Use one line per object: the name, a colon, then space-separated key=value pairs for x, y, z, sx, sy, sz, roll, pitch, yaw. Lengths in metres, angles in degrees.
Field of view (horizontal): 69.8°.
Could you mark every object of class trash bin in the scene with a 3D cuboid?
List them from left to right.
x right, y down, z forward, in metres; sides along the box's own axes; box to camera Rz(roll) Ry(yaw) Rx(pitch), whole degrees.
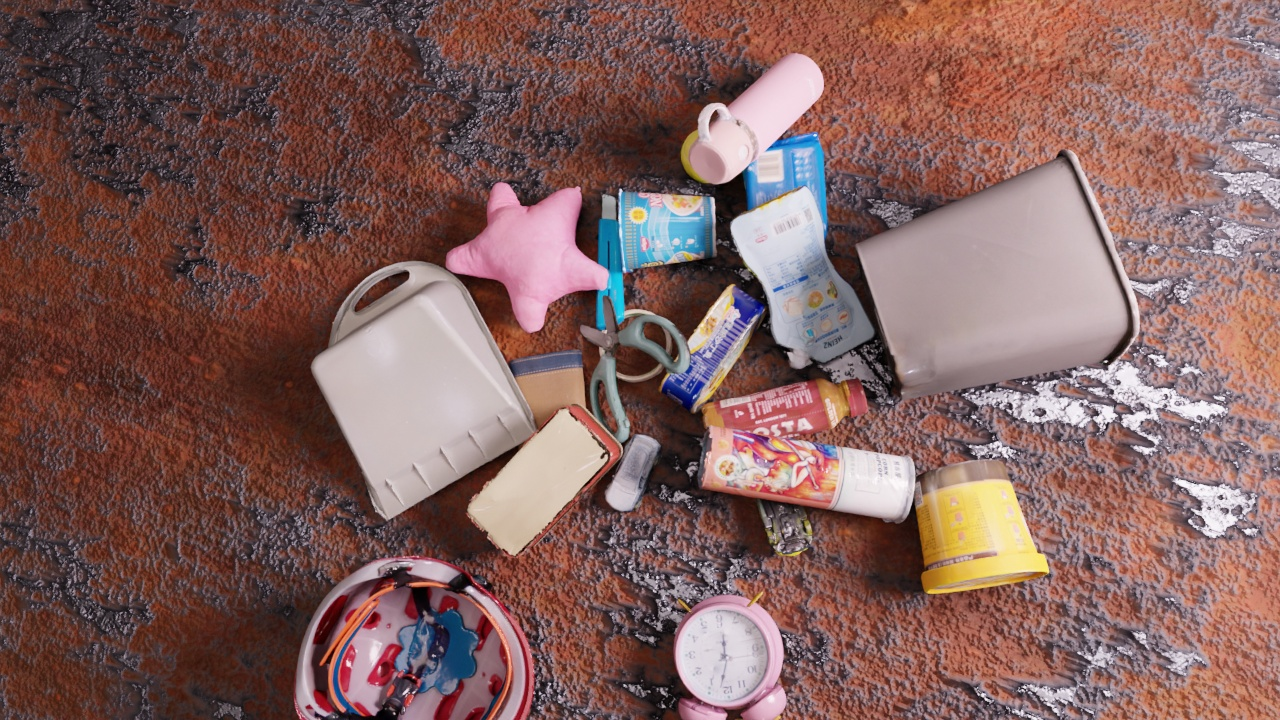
trash bin: x=0.350 y=-0.068 z=0.939 sx=0.220 sy=0.198 sz=0.199 roll=-18 pitch=73 yaw=14

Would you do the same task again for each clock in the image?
clock: x=0.092 y=0.325 z=0.956 sx=0.117 sy=0.060 sz=0.158 roll=-9 pitch=78 yaw=9

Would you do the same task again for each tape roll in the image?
tape roll: x=-0.006 y=-0.018 z=1.076 sx=0.086 sy=0.014 sz=0.085 roll=-3 pitch=77 yaw=10

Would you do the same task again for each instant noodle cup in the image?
instant noodle cup: x=0.032 y=-0.152 z=1.065 sx=0.110 sy=0.099 sz=0.099 roll=-3 pitch=77 yaw=2
instant noodle cup: x=0.332 y=0.167 z=0.922 sx=0.118 sy=0.118 sz=0.114 roll=-11 pitch=68 yaw=8

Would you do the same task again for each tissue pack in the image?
tissue pack: x=0.168 y=-0.185 z=1.062 sx=0.095 sy=0.052 sz=0.157 roll=-4 pitch=77 yaw=11

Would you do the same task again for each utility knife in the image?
utility knife: x=-0.037 y=-0.122 z=1.098 sx=0.034 sy=0.018 sz=0.178 roll=-9 pitch=68 yaw=17

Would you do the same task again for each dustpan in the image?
dustpan: x=-0.271 y=0.013 z=1.109 sx=0.223 sy=0.142 sz=0.258 roll=-30 pitch=100 yaw=9

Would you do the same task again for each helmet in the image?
helmet: x=-0.227 y=0.315 z=0.979 sx=0.240 sy=0.144 sz=0.206 roll=24 pitch=83 yaw=1

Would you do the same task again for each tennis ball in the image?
tennis ball: x=0.081 y=-0.243 z=1.084 sx=0.065 sy=0.065 sz=0.065 roll=-2 pitch=77 yaw=10

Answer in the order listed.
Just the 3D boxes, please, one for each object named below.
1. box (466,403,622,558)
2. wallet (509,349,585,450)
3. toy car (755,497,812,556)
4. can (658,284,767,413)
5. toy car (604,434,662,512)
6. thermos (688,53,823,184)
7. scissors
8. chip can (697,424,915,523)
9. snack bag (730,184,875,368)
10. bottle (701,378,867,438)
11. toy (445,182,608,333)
box: x=-0.109 y=0.131 z=1.011 sx=0.091 sy=0.077 sz=0.168 roll=45 pitch=98 yaw=8
wallet: x=-0.106 y=0.048 z=1.072 sx=0.090 sy=0.033 sz=0.115 roll=-10 pitch=77 yaw=11
toy car: x=0.152 y=0.161 z=0.997 sx=0.048 sy=0.032 sz=0.105 roll=-16 pitch=63 yaw=0
can: x=0.082 y=-0.012 z=1.028 sx=0.049 sy=0.074 sz=0.148 roll=35 pitch=86 yaw=12
toy car: x=-0.009 y=0.127 z=1.035 sx=0.043 sy=0.034 sz=0.090 roll=24 pitch=84 yaw=11
thermos: x=0.128 y=-0.281 z=1.035 sx=0.067 sy=0.087 sz=0.198 roll=16 pitch=49 yaw=40
scissors: x=-0.006 y=0.006 z=1.020 sx=0.180 sy=0.019 sz=0.170 roll=-8 pitch=87 yaw=45
chip can: x=0.170 y=0.118 z=0.960 sx=0.215 sy=0.071 sz=0.071 roll=9 pitch=79 yaw=0
snack bag: x=0.178 y=-0.087 z=1.009 sx=0.110 sy=0.039 sz=0.191 roll=-28 pitch=101 yaw=-19
bottle: x=0.157 y=0.057 z=1.006 sx=0.175 sy=0.057 sz=0.057 roll=-13 pitch=75 yaw=8
toy: x=-0.120 y=-0.133 z=1.092 sx=0.194 sy=0.074 sz=0.178 roll=36 pitch=86 yaw=17
